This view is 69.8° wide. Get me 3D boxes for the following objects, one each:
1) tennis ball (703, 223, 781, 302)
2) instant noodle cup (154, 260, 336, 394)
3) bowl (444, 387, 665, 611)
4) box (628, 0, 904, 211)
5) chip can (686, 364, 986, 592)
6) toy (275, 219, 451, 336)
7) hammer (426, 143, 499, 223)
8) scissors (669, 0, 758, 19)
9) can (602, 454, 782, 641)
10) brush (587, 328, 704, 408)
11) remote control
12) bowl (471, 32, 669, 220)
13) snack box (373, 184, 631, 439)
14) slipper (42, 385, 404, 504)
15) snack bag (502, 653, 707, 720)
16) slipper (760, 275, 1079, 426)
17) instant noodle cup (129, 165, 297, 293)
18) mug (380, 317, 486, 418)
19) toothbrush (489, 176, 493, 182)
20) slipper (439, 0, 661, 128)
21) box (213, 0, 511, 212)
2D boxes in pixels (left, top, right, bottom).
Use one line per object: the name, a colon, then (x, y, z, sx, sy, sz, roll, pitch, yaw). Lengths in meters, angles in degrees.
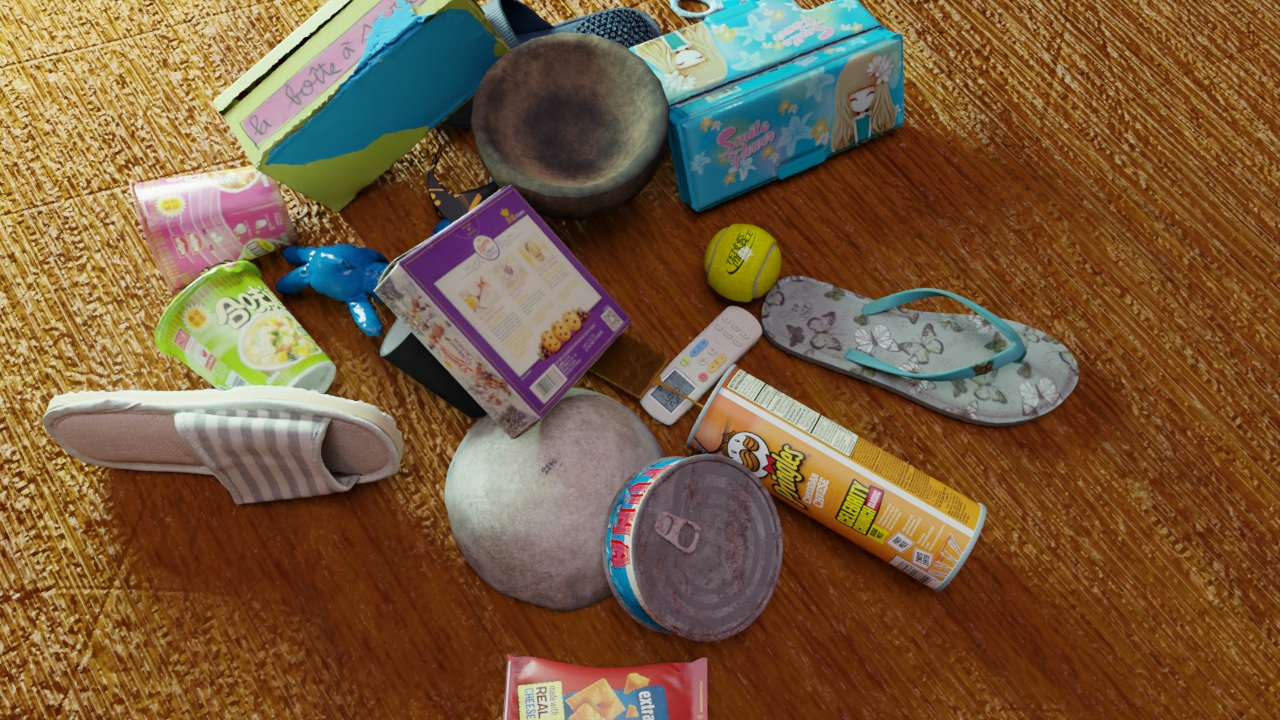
tennis ball: (0.087, -0.083, 0.780, 0.065, 0.065, 0.065, 1, 67, -2)
instant noodle cup: (-0.305, -0.007, 0.727, 0.108, 0.099, 0.098, 42, 72, 6)
bowl: (-0.063, 0.091, 0.696, 0.178, 0.081, 0.178, 1, 66, -3)
box: (0.120, -0.249, 0.820, 0.227, 0.086, 0.169, -24, 96, -11)
chip can: (0.147, 0.088, 0.704, 0.215, 0.075, 0.075, 30, 69, 10)
toy: (-0.222, -0.072, 0.768, 0.176, 0.071, 0.112, 12, 78, 3)
hammer: (-0.049, -0.212, 0.839, 0.320, 0.036, 0.123, -37, 76, -18)
scissors: (0.101, -0.367, 0.930, 0.134, 0.011, 0.139, 17, 67, 8)
can: (0.039, 0.134, 0.665, 0.129, 0.044, 0.130, 5, 80, -30)
brush: (-0.004, 0.004, 0.753, 0.126, 0.017, 0.048, 29, 69, 23)
remote control: (0.051, 0.004, 0.768, 0.038, 0.018, 0.125, 42, 73, 15)
bowl: (-0.057, -0.188, 0.773, 0.162, 0.070, 0.162, 1, 69, -2)
snack box: (-0.096, -0.041, 0.683, 0.148, 0.041, 0.143, 48, 43, -7)
slipper: (-0.313, 0.064, 0.684, 0.273, 0.115, 0.053, 2, 55, 7)
snack bag: (-0.025, 0.274, 0.640, 0.144, 0.039, 0.130, 2, 67, -1)
slipper: (0.233, -0.012, 0.762, 0.269, 0.055, 0.098, 13, 70, 6)
instant noodle cup: (-0.354, -0.119, 0.772, 0.108, 0.098, 0.097, -21, 69, -18)
mug: (-0.140, -0.023, 0.729, 0.088, 0.078, 0.113, 38, 45, -24)
toothbrush: (-0.107, -0.108, 0.814, 0.022, 0.017, 0.135, -21, 72, -11)
slipper: (-0.104, -0.291, 0.854, 0.263, 0.083, 0.101, -15, 71, -8)
box: (-0.225, -0.236, 0.771, 0.221, 0.124, 0.083, -40, 74, 9)
